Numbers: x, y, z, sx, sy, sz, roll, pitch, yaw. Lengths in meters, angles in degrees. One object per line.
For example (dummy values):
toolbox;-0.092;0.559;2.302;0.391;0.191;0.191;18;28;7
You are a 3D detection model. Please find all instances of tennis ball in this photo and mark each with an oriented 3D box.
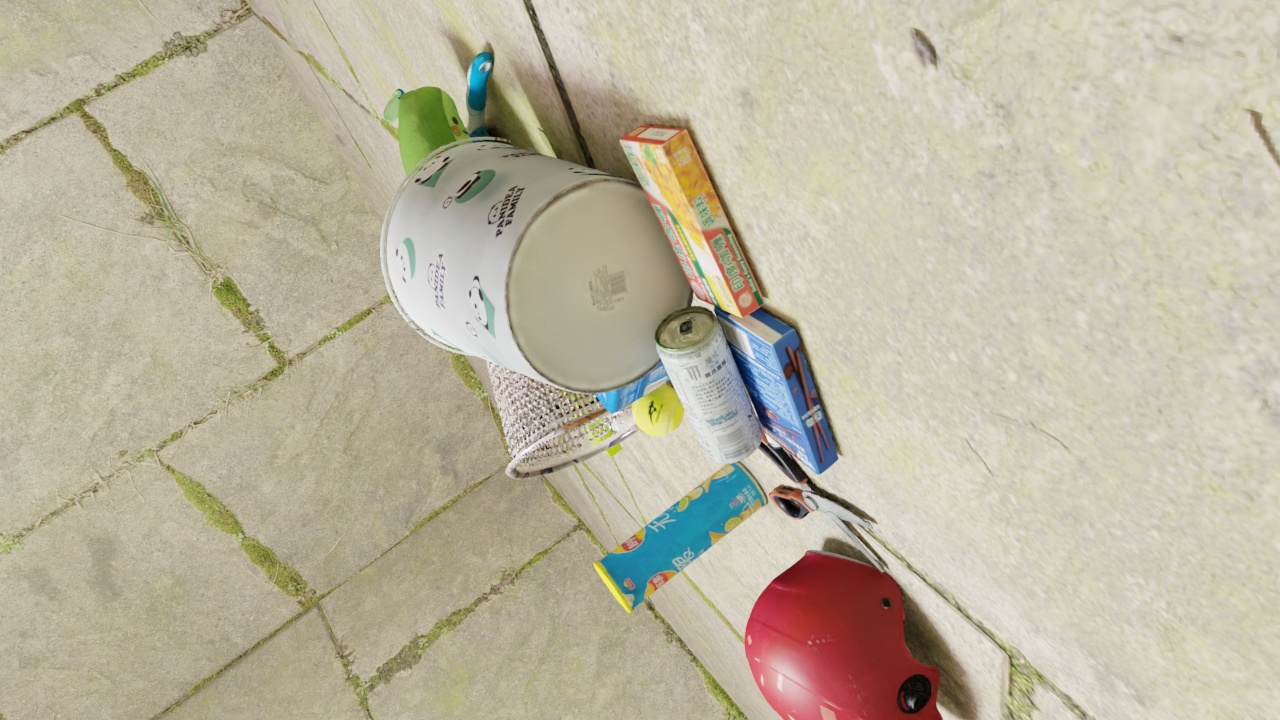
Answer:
tennis ball;0.022;0.061;1.136;0.065;0.065;0.065;50;166;17

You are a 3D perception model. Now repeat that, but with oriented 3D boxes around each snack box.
snack box;-0.090;0.078;1.453;0.156;0.026;0.086;60;165;-21
snack box;0.042;-0.110;0.724;0.156;0.027;0.077;61;166;-27
snack box;0.118;0.021;0.788;0.084;0.026;0.157;40;160;51

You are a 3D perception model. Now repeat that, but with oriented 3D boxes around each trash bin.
trash bin;-0.095;-0.087;0.859;0.252;0.229;0.230;25;148;55
trash bin;-0.117;0.034;1.286;0.228;0.227;0.192;97;148;-71

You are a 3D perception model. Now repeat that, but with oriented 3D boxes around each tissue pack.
tissue pack;-0.006;0.006;1.035;0.052;0.095;0.157;57;168;12

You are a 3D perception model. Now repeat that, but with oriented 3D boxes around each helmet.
helmet;0.197;0.325;0.950;0.240;0.143;0.207;65;160;-4

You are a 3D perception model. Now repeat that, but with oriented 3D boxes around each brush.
brush;-0.188;-0.267;1.083;0.109;0.060;0.315;60;163;-10

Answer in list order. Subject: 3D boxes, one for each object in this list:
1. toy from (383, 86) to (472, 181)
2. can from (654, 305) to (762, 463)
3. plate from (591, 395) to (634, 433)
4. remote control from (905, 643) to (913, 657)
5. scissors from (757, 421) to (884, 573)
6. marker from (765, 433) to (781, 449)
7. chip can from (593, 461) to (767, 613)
toy;-0.213;-0.194;1.032;0.227;0.090;0.247;-159;51;-78
can;0.061;0.024;0.808;0.058;0.058;0.147;38;160;50
plate;-0.078;0.034;1.461;0.205;0.045;0.205;51;167;16
remote control;0.249;0.298;1.040;0.058;0.021;0.150;58;166;-14
scissors;0.164;0.130;0.932;0.189;0.015;0.226;56;166;-6
marker;0.112;0.035;0.859;0.018;0.022;0.131;3;133;35
chip can;0.049;0.206;1.089;0.071;0.210;0.071;51;167;16
